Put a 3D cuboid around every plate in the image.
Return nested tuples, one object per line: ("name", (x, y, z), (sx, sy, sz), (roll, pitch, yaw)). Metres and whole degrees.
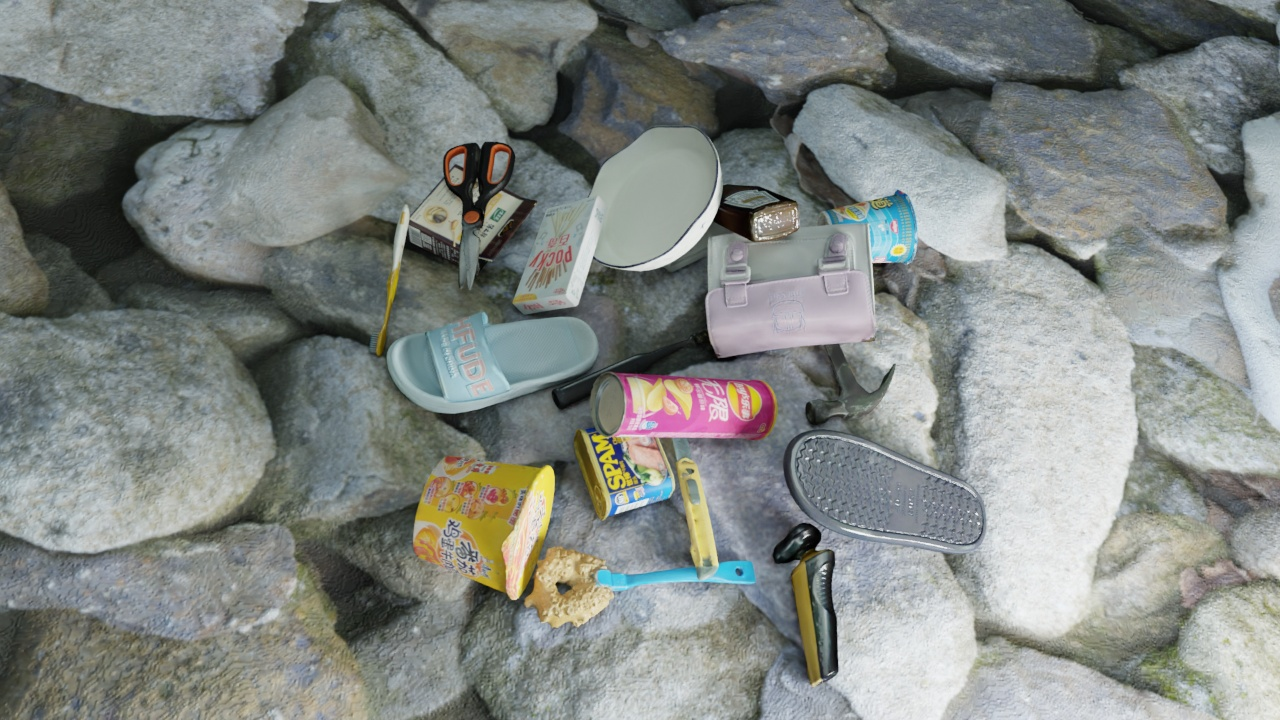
("plate", (0.017, -0.199, 1.149), (0.205, 0.045, 0.204), (-18, 58, 30))

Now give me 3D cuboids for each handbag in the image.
("handbag", (0.181, -0.086, 1.113), (0.197, 0.098, 0.144), (-4, 68, 13))

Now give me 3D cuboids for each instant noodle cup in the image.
("instant noodle cup", (0.294, -0.169, 1.210), (0.110, 0.099, 0.099), (-8, 63, -3))
("instant noodle cup", (-0.160, 0.161, 0.937), (0.110, 0.138, 0.137), (14, 60, 8))

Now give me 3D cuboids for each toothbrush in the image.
("toothbrush", (-0.299, -0.098, 1.095), (0.018, 0.016, 0.191), (5, 77, 6))
("toothbrush", (-0.007, 0.006, 1.101), (0.212, 0.027, 0.026), (-23, 105, -20))

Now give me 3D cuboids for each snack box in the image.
("snack box", (-0.098, -0.131, 1.137), (0.085, 0.027, 0.156), (-7, 53, 33))
("snack box", (-0.211, -0.176, 1.154), (0.125, 0.053, 0.113), (28, 61, 7))

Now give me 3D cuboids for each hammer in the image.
("hammer", (0.225, -0.073, 1.177), (0.126, 0.032, 0.323), (-10, 63, -14))

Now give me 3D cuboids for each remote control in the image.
("remote control", (0.083, -0.165, 1.210), (0.149, 0.021, 0.058), (-27, 62, -20))

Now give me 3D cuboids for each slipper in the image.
("slipper", (0.265, 0.160, 1.037), (0.268, 0.083, 0.110), (18, 67, -19))
("slipper", (-0.166, -0.007, 1.057), (0.245, 0.074, 0.104), (-10, 64, -15))

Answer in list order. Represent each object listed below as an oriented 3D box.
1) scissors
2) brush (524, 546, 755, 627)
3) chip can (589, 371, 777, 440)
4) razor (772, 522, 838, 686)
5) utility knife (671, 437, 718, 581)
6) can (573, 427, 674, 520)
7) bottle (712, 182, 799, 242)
("scissors", (-0.217, -0.179, 1.122), (0.142, 0.022, 0.234), (16, 63, 15))
("brush", (0.003, 0.232, 0.971), (0.254, 0.046, 0.083), (-1, 60, -15))
("chip can", (0.051, 0.051, 1.013), (0.210, 0.072, 0.071), (4, 58, -34))
("razor", (0.181, 0.260, 0.982), (0.068, 0.062, 0.167), (-12, 66, 19))
("utility knife", (0.056, 0.150, 1.030), (0.031, 0.022, 0.210), (5, 46, -20))
("can", (-0.019, 0.116, 1.022), (0.083, 0.057, 0.102), (-14, 65, -18))
("bottle", (0.123, -0.195, 1.148), (0.079, 0.044, 0.195), (-17, 27, -16))
